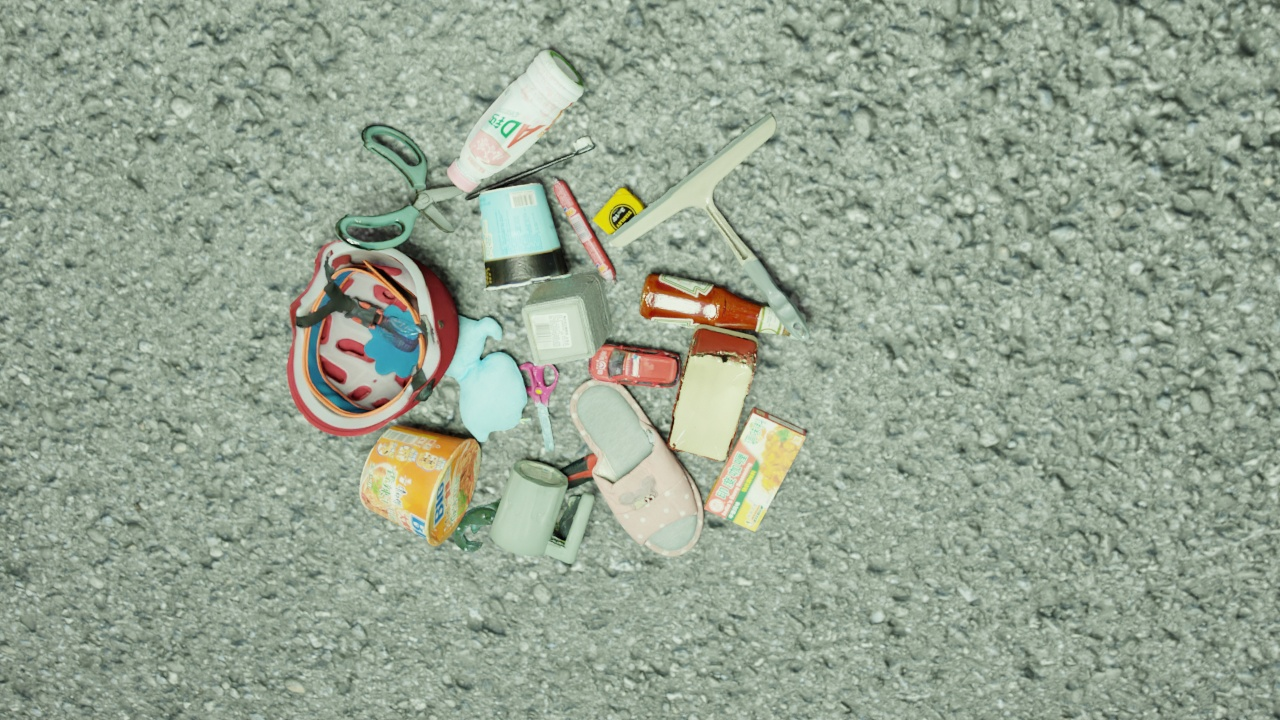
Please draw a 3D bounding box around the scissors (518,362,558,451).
[{"bbox_3d":[-0.137,0.065,1.246,0.063,0.017,0.135,-1,112,8],"label":"scissors"}]

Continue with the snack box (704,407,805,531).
[{"bbox_3d":[0.152,0.147,1.226,0.077,0.027,0.156,24,109,1],"label":"snack box"}]

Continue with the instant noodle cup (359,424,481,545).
[{"bbox_3d":[-0.297,0.159,1.234,0.111,0.151,0.151,18,110,10],"label":"instant noodle cup"}]

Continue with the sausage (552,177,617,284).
[{"bbox_3d":[-0.071,-0.162,1.158,0.020,0.020,0.156,-26,103,15],"label":"sausage"}]

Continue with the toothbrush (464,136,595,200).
[{"bbox_3d":[-0.141,-0.237,1.145,0.181,0.015,0.018,-21,98,13],"label":"toothbrush"}]

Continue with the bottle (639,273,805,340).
[{"bbox_3d":[0.103,-0.062,1.148,0.206,0.059,0.060,12,109,3],"label":"bottle"}]

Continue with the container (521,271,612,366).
[{"bbox_3d":[-0.092,-0.050,1.148,0.090,0.114,0.090,-10,107,10],"label":"container"}]

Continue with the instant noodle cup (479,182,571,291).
[{"bbox_3d":[-0.150,-0.154,1.134,0.111,0.111,0.120,-9,98,10],"label":"instant noodle cup"}]

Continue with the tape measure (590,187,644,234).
[{"bbox_3d":[-0.022,-0.180,1.141,0.057,0.028,0.060,42,108,-6],"label":"tape measure"}]

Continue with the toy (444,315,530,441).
[{"bbox_3d":[-0.208,0.026,1.223,0.156,0.049,0.162,30,108,8],"label":"toy"}]

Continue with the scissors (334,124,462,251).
[{"bbox_3d":[-0.311,-0.210,1.121,0.170,0.173,0.019,56,150,7],"label":"scissors"}]

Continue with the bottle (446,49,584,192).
[{"bbox_3d":[-0.157,-0.283,1.107,0.197,0.068,0.068,-39,99,21],"label":"bottle"}]

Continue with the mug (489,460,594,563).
[{"bbox_3d":[-0.130,0.205,1.235,0.124,0.083,0.103,20,104,5],"label":"mug"}]

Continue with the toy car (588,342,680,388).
[{"bbox_3d":[-0.007,0.007,1.182,0.120,0.045,0.053,5,89,-2],"label":"toy car"}]

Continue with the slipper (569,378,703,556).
[{"bbox_3d":[-0.004,0.146,1.224,0.114,0.054,0.274,-28,100,4],"label":"slipper"}]

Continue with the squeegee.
[{"bbox_3d":[0.130,-0.125,1.117,0.247,0.039,0.246,-37,87,8],"label":"squeegee"}]

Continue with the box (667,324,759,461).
[{"bbox_3d":[0.090,0.048,1.148,0.091,0.079,0.169,13,129,3],"label":"box"}]

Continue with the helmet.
[{"bbox_3d":[-0.327,-0.026,1.165,0.207,0.143,0.240,30,101,13],"label":"helmet"}]

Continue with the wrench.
[{"bbox_3d":[-0.154,0.194,1.288,0.274,0.016,0.056,-30,102,16],"label":"wrench"}]

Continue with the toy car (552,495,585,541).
[{"bbox_3d":[-0.095,0.231,1.280,0.034,0.043,0.091,15,115,-27],"label":"toy car"}]
